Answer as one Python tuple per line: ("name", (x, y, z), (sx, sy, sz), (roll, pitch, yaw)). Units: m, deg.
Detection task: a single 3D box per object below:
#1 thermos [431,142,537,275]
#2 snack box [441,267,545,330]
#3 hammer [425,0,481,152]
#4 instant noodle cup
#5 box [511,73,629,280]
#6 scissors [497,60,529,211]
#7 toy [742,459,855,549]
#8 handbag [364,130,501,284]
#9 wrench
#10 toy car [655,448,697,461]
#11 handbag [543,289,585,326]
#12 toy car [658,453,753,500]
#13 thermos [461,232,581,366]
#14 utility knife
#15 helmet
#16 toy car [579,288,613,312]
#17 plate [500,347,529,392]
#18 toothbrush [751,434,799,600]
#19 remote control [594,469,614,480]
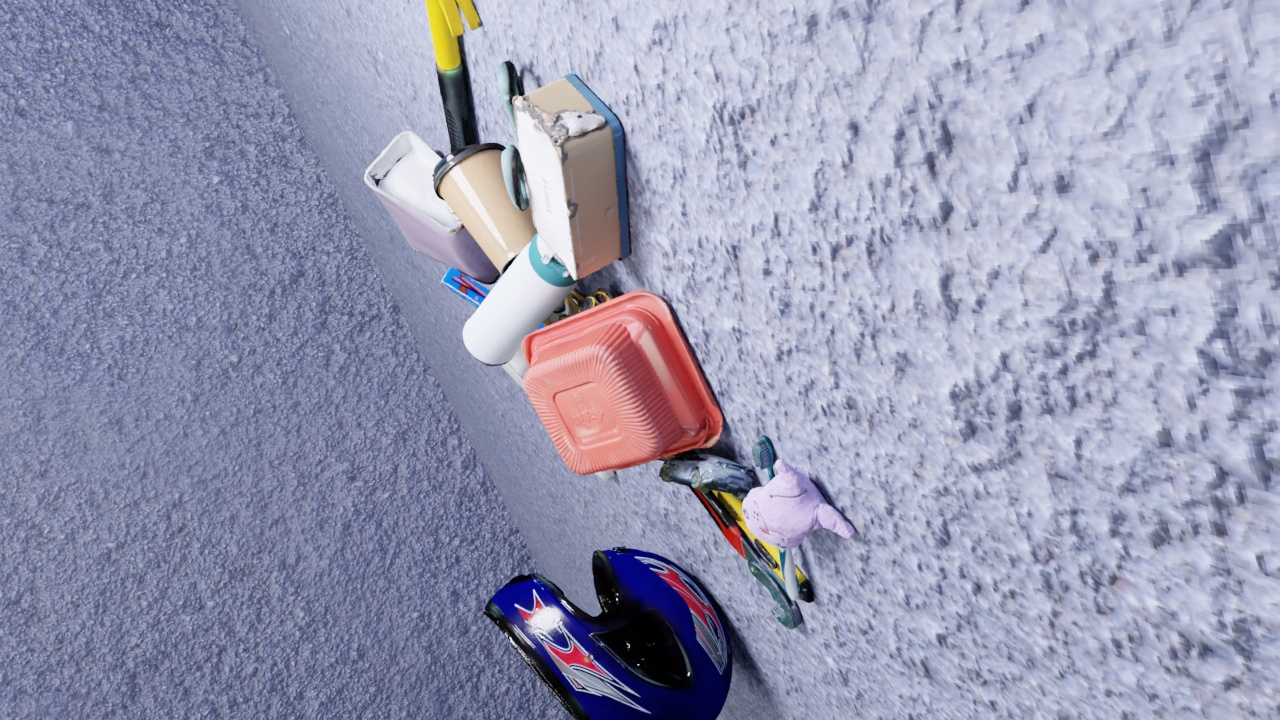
("thermos", (-0.160, -0.165, 0.996), (0.143, 0.093, 0.093), (59, 163, 11))
("snack box", (-0.186, -0.065, 1.225), (0.157, 0.026, 0.084), (32, 173, 10))
("hammer", (-0.206, -0.320, 0.987), (0.128, 0.032, 0.301), (55, 162, 20))
("instant noodle cup", (-0.029, 0.035, 0.867), (0.189, 0.078, 0.164), (-20, 103, 37))
("box", (-0.057, -0.150, 0.796), (0.089, 0.062, 0.184), (52, 163, 27))
("scissors", (-0.114, -0.213, 0.875), (0.177, 0.019, 0.169), (-74, -22, -82))
("toy", (0.123, 0.126, 0.759), (0.084, 0.038, 0.108), (45, 148, 4))
("handbag", (-0.243, -0.183, 1.160), (0.145, 0.098, 0.197), (38, 170, 12))
("wrench", (0.085, 0.168, 0.984), (0.273, 0.016, 0.056), (54, 158, 19))
("toy car", (-0.003, 0.078, 0.975), (0.158, 0.042, 0.070), (24, 179, 44))
("handbag", (-0.076, -0.018, 1.090), (0.178, 0.063, 0.163), (-116, 9, -47))
("toy car", (0.062, 0.110, 0.887), (0.121, 0.054, 0.036), (-13, 62, 66))
("thermos", (-0.118, -0.072, 0.967), (0.073, 0.073, 0.225), (58, 141, 7))
("utility knife", (0.112, 0.171, 0.910), (0.173, 0.015, 0.033), (50, 157, 29))
("helmet", (-0.022, 0.367, 1.215), (0.315, 0.240, 0.248), (47, 161, 8))
("toy car", (-0.010, -0.002, 0.932), (0.156, 0.041, 0.071), (57, 164, -8))
("plate", (-0.147, 0.031, 1.290), (0.162, 0.034, 0.266), (35, 167, 48))
("toothbrush", (0.122, 0.147, 0.820), (0.016, 0.018, 0.192), (22, 136, 48))
("remote control", (-0.078, 0.144, 1.402), (0.056, 0.019, 0.135), (65, 162, -14))
